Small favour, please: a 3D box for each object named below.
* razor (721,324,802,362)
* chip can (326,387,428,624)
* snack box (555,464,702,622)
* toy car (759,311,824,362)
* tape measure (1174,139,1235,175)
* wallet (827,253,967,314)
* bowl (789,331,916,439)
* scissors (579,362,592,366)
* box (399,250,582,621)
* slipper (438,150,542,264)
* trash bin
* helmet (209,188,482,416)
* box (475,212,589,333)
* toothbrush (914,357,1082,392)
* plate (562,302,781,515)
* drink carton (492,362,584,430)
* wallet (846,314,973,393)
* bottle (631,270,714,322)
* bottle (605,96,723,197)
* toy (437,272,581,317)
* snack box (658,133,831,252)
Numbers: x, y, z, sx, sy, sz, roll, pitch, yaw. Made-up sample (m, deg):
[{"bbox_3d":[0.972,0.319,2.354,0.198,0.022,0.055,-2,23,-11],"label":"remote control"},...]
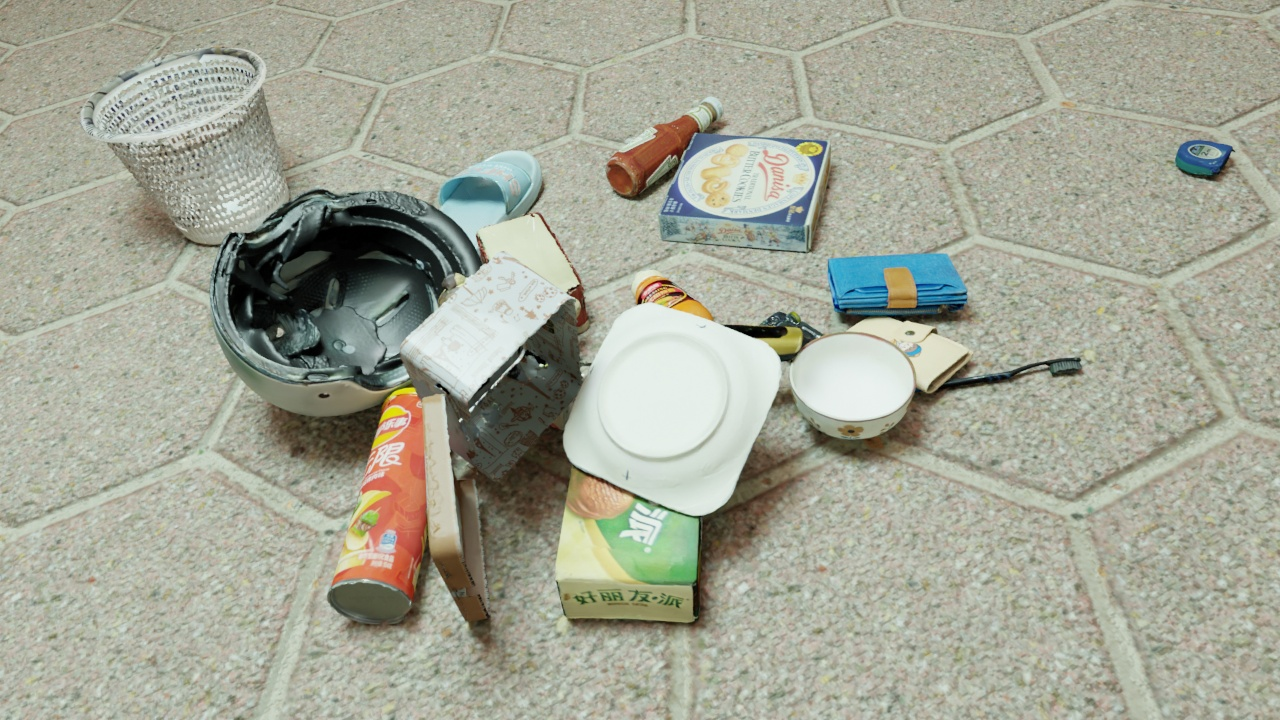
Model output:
[{"bbox_3d":[0.067,-0.016,0.846,0.167,0.068,0.062,-2,31,-7],"label":"razor"},{"bbox_3d":[-0.220,0.125,0.825,0.073,0.073,0.216,-3,45,6],"label":"chip can"},{"bbox_3d":[-0.002,0.110,0.809,0.114,0.063,0.239,1,44,6],"label":"snack box"},{"bbox_3d":[0.162,-0.016,0.931,0.042,0.035,0.090,-36,51,-24],"label":"toy car"},{"bbox_3d":[0.663,-0.238,1.084,0.054,0.025,0.058,26,50,33],"label":"tape measure"},{"bbox_3d":[0.269,-0.084,0.975,0.133,0.040,0.106,-3,31,6],"label":"wallet"},{"bbox_3d":[0.197,0.033,0.857,0.113,0.062,0.113,-6,44,5],"label":"bowl"},{"bbox_3d":[-0.003,0.005,0.902,0.174,0.014,0.136,6,-4,-30],"label":"scissors"},{"bbox_3d":[-0.134,0.061,0.759,0.126,0.179,0.272,12,60,6],"label":"box"},{"bbox_3d":[-0.209,-0.194,1.147,0.104,0.074,0.244,8,48,19],"label":"slipper"},{"bbox_3d":[-0.565,-0.269,1.195,0.227,0.192,0.227,-5,45,5],"label":"trash bin"},{"bbox_3d":[-0.303,-0.044,0.942,0.230,0.157,0.273,46,46,4],"label":"helmet"},{"bbox_3d":[-0.127,-0.099,1.032,0.091,0.080,0.168,-20,45,-12],"label":"box"},{"bbox_3d":[0.332,0.019,0.885,0.189,0.014,0.016,-10,70,0],"label":"toothbrush"},{"bbox_3d":[0.022,0.033,0.767,0.164,0.034,0.163,20,77,22],"label":"plate"},{"bbox_3d":[-0.120,0.029,0.924,0.123,0.046,0.053,13,39,19],"label":"drink carton"},{"bbox_3d":[0.262,-0.013,0.915,0.087,0.024,0.115,-30,39,-31],"label":"wallet"},{"bbox_3d":[0.027,-0.056,0.980,0.066,0.067,0.149,-20,38,-11],"label":"bottle"},{"bbox_3d":[0.038,-0.289,1.214,0.060,0.060,0.205,26,54,31],"label":"bottle"},{"bbox_3d":[-0.129,-0.048,0.918,0.157,0.105,0.066,6,8,-35],"label":"toy"},{"bbox_3d":[0.132,-0.210,1.128,0.183,0.046,0.177,7,47,17],"label":"snack box"}]
